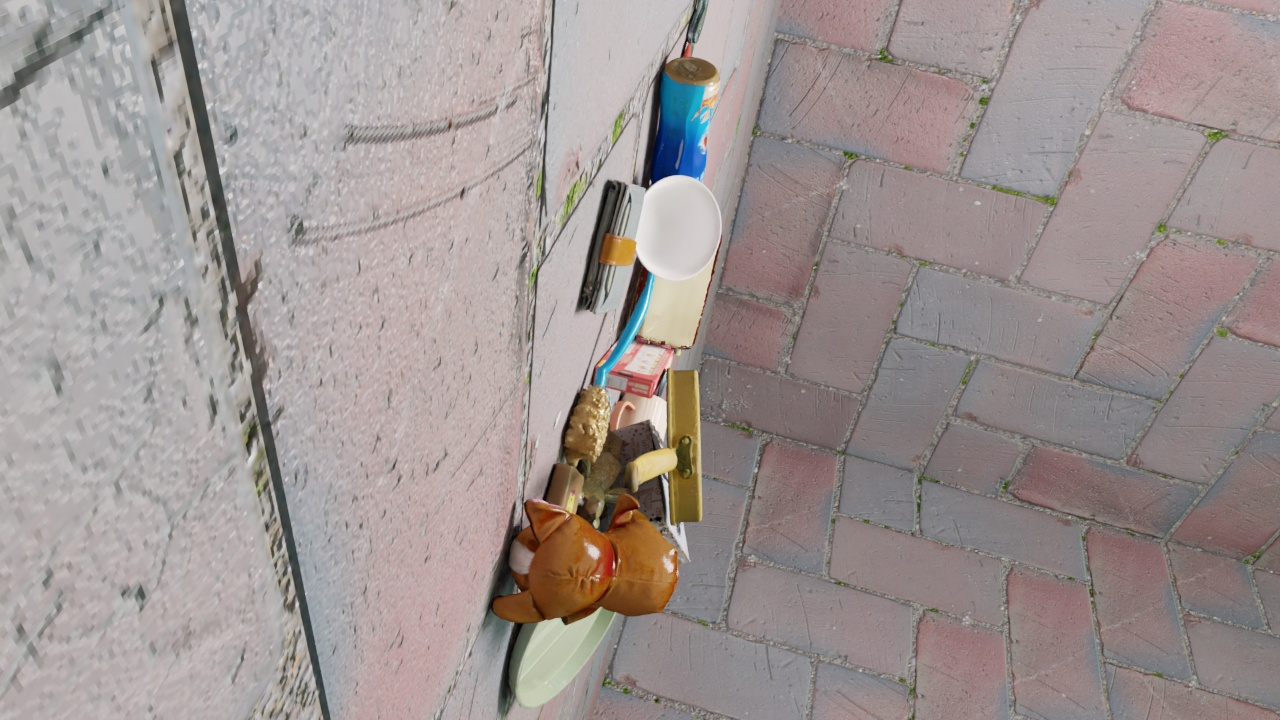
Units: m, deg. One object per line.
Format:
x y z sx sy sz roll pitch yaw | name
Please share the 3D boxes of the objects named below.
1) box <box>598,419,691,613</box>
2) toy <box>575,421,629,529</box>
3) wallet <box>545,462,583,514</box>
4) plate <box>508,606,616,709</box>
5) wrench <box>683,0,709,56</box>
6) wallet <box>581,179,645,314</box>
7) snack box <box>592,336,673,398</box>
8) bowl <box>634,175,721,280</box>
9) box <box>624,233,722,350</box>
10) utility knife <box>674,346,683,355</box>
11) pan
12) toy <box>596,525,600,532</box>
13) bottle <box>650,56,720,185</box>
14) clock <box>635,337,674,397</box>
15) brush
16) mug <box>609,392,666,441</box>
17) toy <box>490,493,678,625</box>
-0.006 0.225 1.301 0.271 0.134 0.179 105 -17 -46 | box
-0.056 0.135 1.135 0.105 0.066 0.156 61 28 -31 | toy
-0.092 0.174 1.012 0.090 0.033 0.115 76 26 -76 | wallet
-0.084 0.312 1.111 0.229 0.027 0.231 -45 150 -35 | plate
0.049 -0.332 1.120 0.056 0.016 0.273 -33 138 -75 | wrench
-0.022 -0.112 0.917 0.106 0.037 0.130 -48 152 -78 | wallet
-0.007 0.007 1.154 0.152 0.075 0.025 -56 160 -72 | snack box
0.028 -0.154 1.060 0.065 0.118 0.118 20 -84 59 | bowl
0.044 -0.103 1.213 0.076 0.091 0.168 -161 -95 -70 | box
0.062 -0.023 1.471 0.205 0.021 0.031 -86 -164 -88 | utility knife
0.032 0.110 1.072 0.357 0.078 0.197 -30 118 -86 | pan
-0.080 0.249 1.187 0.161 0.050 0.156 -68 170 16 | toy
0.045 -0.240 1.069 0.219 0.065 0.065 98 9 -46 | bottle
0.017 -0.007 1.413 0.159 0.060 0.117 95 12 -67 | clock
-0.028 0.002 1.048 0.083 0.046 0.254 77 34 -70 | brush
-0.011 0.104 1.391 0.114 0.082 0.105 45 54 -48 | mug
-0.057 0.199 0.912 0.199 0.131 0.140 11 89 -49 | toy
